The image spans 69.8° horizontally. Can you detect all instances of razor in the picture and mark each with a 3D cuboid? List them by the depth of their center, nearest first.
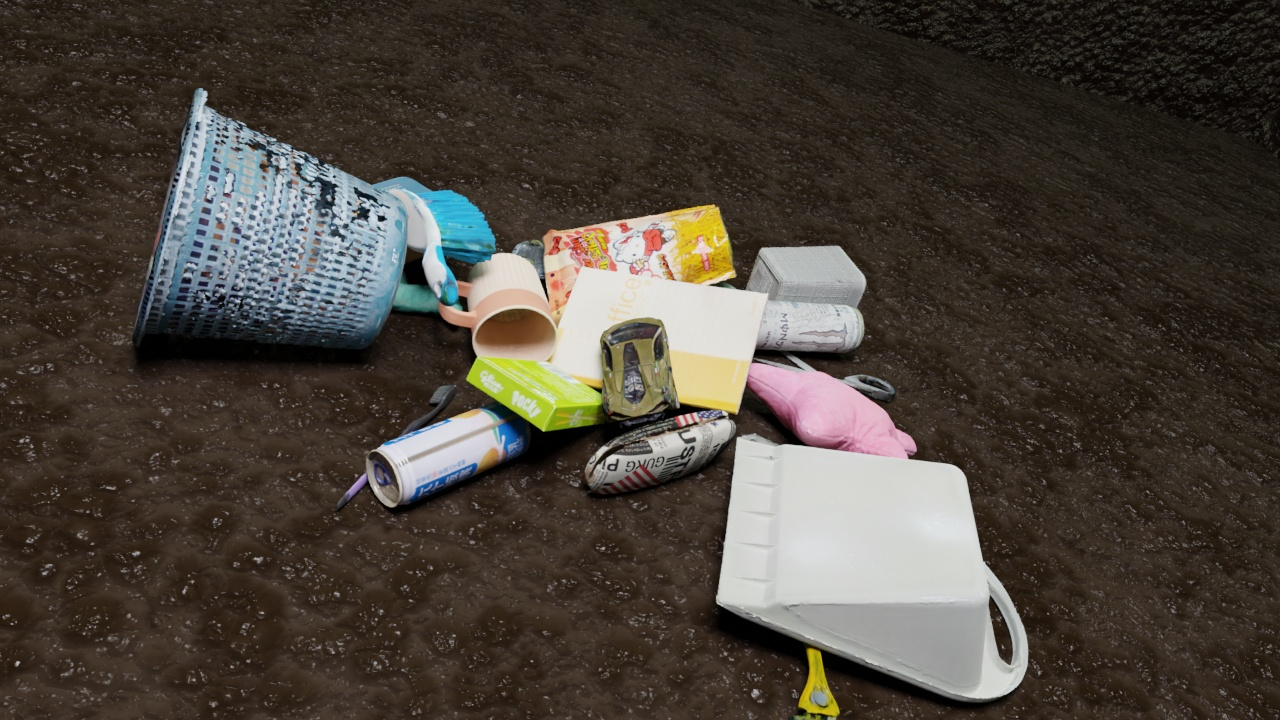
[{"bbox_3d":[0.132,0.231,0.727,0.043,0.028,0.132,10,33,-6],"label":"razor"}]

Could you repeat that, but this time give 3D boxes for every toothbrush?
[{"bbox_3d":[-0.210,0.069,0.797,0.017,0.014,0.188,18,34,12],"label":"toothbrush"}]

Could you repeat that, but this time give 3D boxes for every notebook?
[{"bbox_3d":[0.015,-0.025,0.938,0.206,0.010,0.145,10,59,15],"label":"notebook"}]

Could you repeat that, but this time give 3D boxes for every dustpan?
[{"bbox_3d":[0.208,0.189,0.802,0.258,0.143,0.222,0,32,11],"label":"dustpan"}]

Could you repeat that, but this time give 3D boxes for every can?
[{"bbox_3d":[-0.160,0.077,0.774,0.053,0.053,0.134,40,40,27],"label":"can"},{"bbox_3d":[0.187,-0.040,1.084,0.146,0.058,0.058,3,38,-19],"label":"can"}]

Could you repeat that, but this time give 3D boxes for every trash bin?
[{"bbox_3d":[-0.326,-0.101,0.828,0.195,0.227,0.226,15,33,-29],"label":"trash bin"}]

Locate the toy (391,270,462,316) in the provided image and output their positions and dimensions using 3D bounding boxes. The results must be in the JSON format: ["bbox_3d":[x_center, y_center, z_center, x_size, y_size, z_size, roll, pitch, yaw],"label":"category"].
[{"bbox_3d":[-0.234,-0.069,0.964,0.091,0.030,0.096,7,30,-21],"label":"toy"}]

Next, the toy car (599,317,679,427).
[{"bbox_3d":[-0.005,0.005,0.875,0.070,0.042,0.158,-13,38,5],"label":"toy car"}]

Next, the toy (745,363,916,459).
[{"bbox_3d":[0.186,0.056,0.936,0.195,0.075,0.178,31,13,21],"label":"toy"}]

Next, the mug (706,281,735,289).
[{"bbox_3d":[0.060,-0.036,1.017,0.112,0.082,0.106,5,33,12],"label":"mug"}]

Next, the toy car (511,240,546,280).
[{"bbox_3d":[-0.093,-0.112,1.083,0.120,0.037,0.054,11,39,2],"label":"toy car"}]

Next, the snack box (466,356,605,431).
[{"bbox_3d":[-0.087,0.029,0.837,0.086,0.026,0.156,31,7,15],"label":"snack box"}]

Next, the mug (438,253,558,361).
[{"bbox_3d":[-0.148,-0.052,0.931,0.114,0.082,0.105,10,33,-24],"label":"mug"}]

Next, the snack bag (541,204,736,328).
[{"bbox_3d":[-0.005,-0.113,1.026,0.208,0.073,0.128,-12,60,1],"label":"snack bag"}]

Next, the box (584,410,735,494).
[{"bbox_3d":[0.023,0.087,0.839,0.164,0.070,0.055,-15,71,-35],"label":"box"}]

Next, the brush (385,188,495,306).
[{"bbox_3d":[-0.184,-0.108,0.868,0.109,0.061,0.314,4,22,-34],"label":"brush"}]

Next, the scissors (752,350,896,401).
[{"bbox_3d":[0.219,0.023,1.064,0.159,0.014,0.177,-1,38,-26],"label":"scissors"}]

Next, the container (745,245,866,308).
[{"bbox_3d":[0.201,-0.088,1.145,0.114,0.090,0.090,-1,39,-21],"label":"container"}]

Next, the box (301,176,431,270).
[{"bbox_3d":[-0.290,-0.147,1.019,0.090,0.061,0.183,32,38,16],"label":"box"}]
